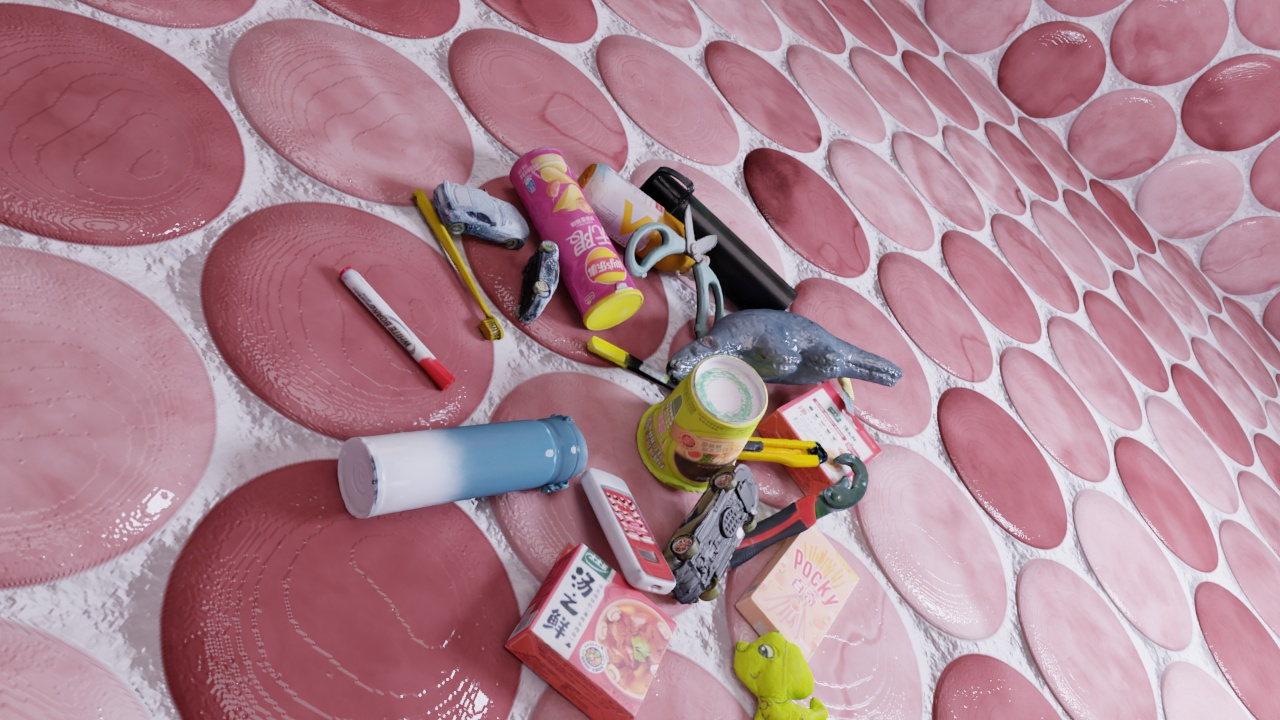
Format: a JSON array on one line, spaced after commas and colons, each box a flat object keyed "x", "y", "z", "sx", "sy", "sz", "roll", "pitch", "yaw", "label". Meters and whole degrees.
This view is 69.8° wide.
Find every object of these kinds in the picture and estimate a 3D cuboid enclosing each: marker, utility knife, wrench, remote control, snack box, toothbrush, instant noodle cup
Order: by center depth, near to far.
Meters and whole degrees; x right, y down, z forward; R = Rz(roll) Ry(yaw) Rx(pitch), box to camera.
[{"x": -0.034, "y": 0.222, "z": 0.773, "sx": 0.113, "sy": 0.044, "sz": 0.126, "roll": 41, "pitch": 39, "yaw": -6, "label": "snack box"}, {"x": -0.012, "y": 0.153, "z": 0.837, "sx": 0.055, "sy": 0.020, "sz": 0.136, "roll": 26, "pitch": 24, "yaw": -42, "label": "remote control"}, {"x": -0.225, "y": -0.030, "z": 0.846, "sx": 0.145, "sy": 0.017, "sz": 0.017, "roll": 47, "pitch": 39, "yaw": 2, "label": "marker"}, {"x": 0.067, "y": 0.058, "z": 0.922, "sx": 0.111, "sy": 0.124, "sz": 0.111, "roll": 10, "pitch": 56, "yaw": -15, "label": "instant noodle cup"}, {"x": -0.190, "y": -0.099, "z": 0.938, "sx": 0.016, "sy": 0.016, "sz": 0.190, "roll": -17, "pitch": 69, "yaw": -41, "label": "toothbrush"}, {"x": 0.166, "y": 0.239, "z": 0.951, "sx": 0.084, "sy": 0.026, "sz": 0.156, "roll": 50, "pitch": 39, "yaw": 5, "label": "snack box"}, {"x": 0.157, "y": 0.167, "z": 0.977, "sx": 0.272, "sy": 0.016, "sz": 0.056, "roll": -22, "pitch": 73, "yaw": -36, "label": "wrench"}, {"x": 0.114, "y": 0.098, "z": 1.004, "sx": 0.215, "sy": 0.015, "sz": 0.033, "roll": 5, "pitch": 58, "yaw": -22, "label": "utility knife"}, {"x": -0.006, "y": 0.006, "z": 1.013, "sx": 0.124, "sy": 0.015, "sz": 0.018, "roll": 28, "pitch": 43, "yaw": -25, "label": "marker"}, {"x": 0.216, "y": 0.095, "z": 1.107, "sx": 0.126, "sy": 0.044, "sz": 0.113, "roll": -22, "pitch": 72, "yaw": -48, "label": "snack box"}, {"x": 0.267, "y": 0.024, "z": 1.196, "sx": 0.031, "sy": 0.021, "sz": 0.204, "roll": 47, "pitch": 16, "yaw": -13, "label": "utility knife"}]

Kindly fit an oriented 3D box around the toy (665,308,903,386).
[{"x": 0.154, "y": -0.008, "z": 1.081, "sx": 0.355, "sy": 0.091, "sz": 0.138, "roll": 1, "pitch": 26, "yaw": -36, "label": "toy"}]

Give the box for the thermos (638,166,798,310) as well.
[{"x": 0.097, "y": -0.148, "z": 1.180, "sx": 0.242, "sy": 0.090, "sz": 0.068, "roll": 43, "pitch": 63, "yaw": -3, "label": "thermos"}]

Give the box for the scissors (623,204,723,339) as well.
[{"x": 0.049, "y": -0.094, "z": 1.088, "sx": 0.170, "sy": 0.019, "sz": 0.170, "roll": -25, "pitch": 103, "yaw": -45, "label": "scissors"}]

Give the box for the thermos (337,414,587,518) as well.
[{"x": -0.141, "y": 0.088, "z": 0.780, "sx": 0.220, "sy": 0.070, "sz": 0.070, "roll": -2, "pitch": 59, "yaw": -43, "label": "thermos"}]

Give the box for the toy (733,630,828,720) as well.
[{"x": 0.131, "y": 0.304, "z": 0.855, "sx": 0.096, "sy": 0.031, "sz": 0.100, "roll": 17, "pitch": 57, "yaw": -7, "label": "toy"}]

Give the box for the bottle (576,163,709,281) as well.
[{"x": 0.002, "y": -0.164, "z": 1.123, "sx": 0.189, "sy": 0.068, "sz": 0.067, "roll": 34, "pitch": 40, "yaw": -19, "label": "bottle"}]

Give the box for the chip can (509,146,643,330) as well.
[{"x": -0.075, "y": -0.138, "z": 1.031, "sx": 0.071, "sy": 0.072, "sz": 0.210, "roll": -8, "pitch": 62, "yaw": -45, "label": "chip can"}]

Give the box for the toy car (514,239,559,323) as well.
[{"x": -0.106, "y": -0.082, "z": 0.971, "sx": 0.031, "sy": 0.049, "sz": 0.105, "roll": 24, "pitch": 44, "yaw": -20, "label": "toy car"}]

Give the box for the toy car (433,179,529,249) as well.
[{"x": -0.168, "y": -0.157, "z": 0.986, "sx": 0.120, "sy": 0.037, "sz": 0.054, "roll": 15, "pitch": 46, "yaw": -47, "label": "toy car"}]

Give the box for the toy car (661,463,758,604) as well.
[{"x": 0.070, "y": 0.166, "z": 0.886, "sx": 0.157, "sy": 0.042, "sz": 0.070, "roll": -49, "pitch": 126, "yaw": -38, "label": "toy car"}]
